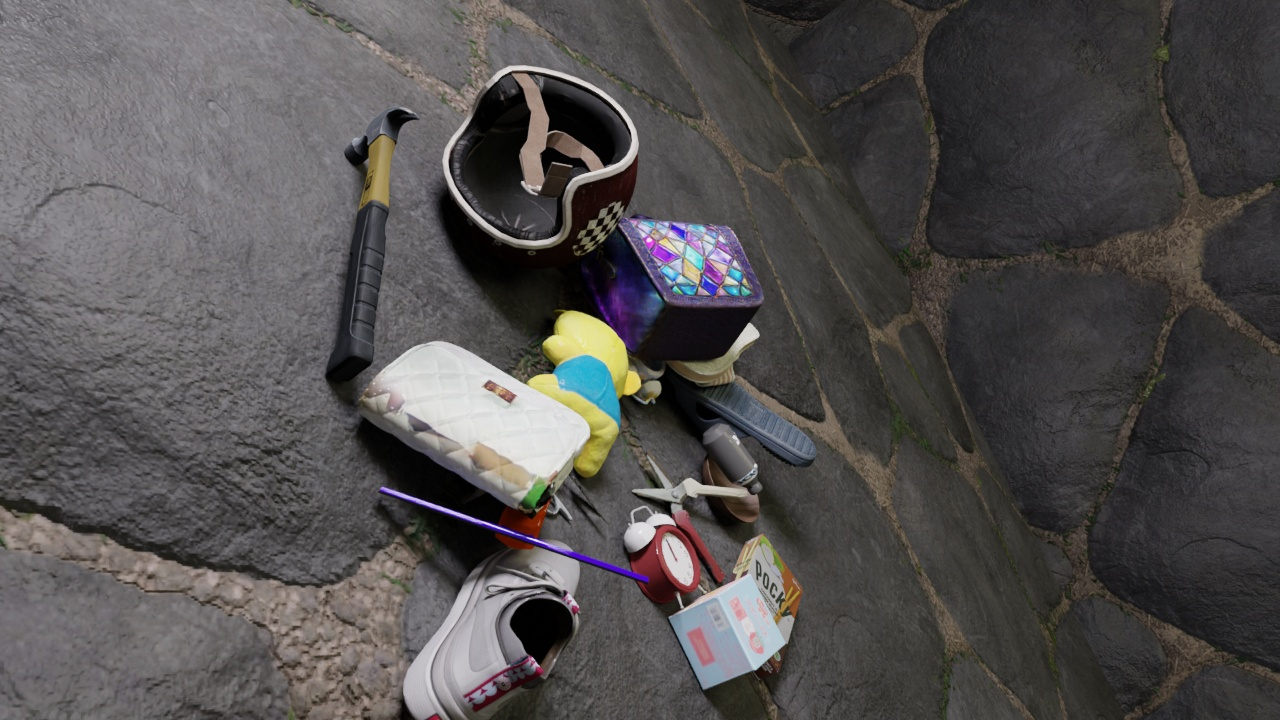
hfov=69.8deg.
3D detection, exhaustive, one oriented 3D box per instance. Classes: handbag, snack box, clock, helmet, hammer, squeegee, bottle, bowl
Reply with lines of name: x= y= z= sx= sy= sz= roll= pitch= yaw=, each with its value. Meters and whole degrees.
handbag: x=0.038 y=-0.116 z=1.256 sx=0.204 sy=0.126 sz=0.222 roll=-2 pitch=50 yaw=-35
handbag: x=-0.150 y=0.056 z=0.863 sx=0.195 sy=0.073 sz=0.138 roll=29 pitch=28 yaw=5
snack box: x=0.102 y=0.317 z=1.077 sx=0.094 sy=0.080 sz=0.093 roll=-9 pitch=69 yaw=-59
snack box: x=0.161 y=0.323 z=1.222 sx=0.101 sy=0.032 sz=0.185 roll=55 pitch=27 yaw=-6
clock: x=0.025 y=0.230 z=1.081 sx=0.087 sy=0.044 sz=0.124 roll=-8 pitch=69 yaw=-61
helmet: x=-0.115 y=-0.227 z=1.101 sx=0.233 sy=0.254 sz=0.233 roll=-20 pitch=65 yaw=-40
hammer: x=-0.270 y=-0.130 z=0.919 sx=0.025 sy=0.118 sz=0.332 roll=29 pitch=44 yaw=-39
squeegee: x=-0.109 y=0.142 z=0.894 sx=0.249 sy=0.055 sz=0.184 roll=19 pitch=18 yaw=-2
bottle: x=0.131 y=0.139 z=1.277 sx=0.112 sy=0.047 sz=0.046 roll=53 pitch=27 yaw=-9
bowl: x=0.121 y=0.181 z=1.305 sx=0.119 sy=0.032 sz=0.119 roll=40 pitch=32 yaw=-31
clock: x=-0.007 y=0.007 z=1.260 sx=0.089 sy=0.052 sz=0.125 roll=36 pitch=37 yaw=-38

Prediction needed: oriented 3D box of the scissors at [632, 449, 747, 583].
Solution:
scissors: x=0.076 y=0.190 z=1.203 sx=0.178 sy=0.015 sz=0.199 roll=-28 pitch=92 yaw=-42

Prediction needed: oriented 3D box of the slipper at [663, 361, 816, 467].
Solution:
slipper: x=0.131 y=0.091 z=1.353 sx=0.263 sy=0.083 sz=0.101 roll=34 pitch=26 yaw=7

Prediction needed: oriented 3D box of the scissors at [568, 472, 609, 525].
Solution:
scissors: x=-0.088 y=0.113 z=1.028 sx=0.153 sy=0.012 sz=0.163 roll=52 pitch=-3 yaw=33

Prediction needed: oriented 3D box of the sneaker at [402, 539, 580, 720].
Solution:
sneaker: x=-0.094 y=0.219 z=0.802 sx=0.097 sy=0.129 sz=0.262 roll=58 pitch=23 yaw=-6

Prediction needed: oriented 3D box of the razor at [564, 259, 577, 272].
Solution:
razor: x=-0.097 y=-0.164 z=1.276 sx=0.140 sy=0.064 sz=0.052 roll=41 pitch=32 yaw=-28

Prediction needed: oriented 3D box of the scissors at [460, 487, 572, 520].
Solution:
scissors: x=-0.131 y=0.131 z=0.962 sx=0.165 sy=0.014 sz=0.141 roll=52 pitch=33 yaw=-19

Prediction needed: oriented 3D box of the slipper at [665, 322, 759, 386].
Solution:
slipper: x=0.104 y=-0.017 z=1.363 sx=0.115 sy=0.052 sz=0.262 roll=40 pitch=29 yaw=10

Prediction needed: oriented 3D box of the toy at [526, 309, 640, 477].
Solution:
toy: x=-0.062 y=0.021 z=1.115 sx=0.149 sy=0.084 sz=0.213 roll=56 pitch=24 yaw=-22
